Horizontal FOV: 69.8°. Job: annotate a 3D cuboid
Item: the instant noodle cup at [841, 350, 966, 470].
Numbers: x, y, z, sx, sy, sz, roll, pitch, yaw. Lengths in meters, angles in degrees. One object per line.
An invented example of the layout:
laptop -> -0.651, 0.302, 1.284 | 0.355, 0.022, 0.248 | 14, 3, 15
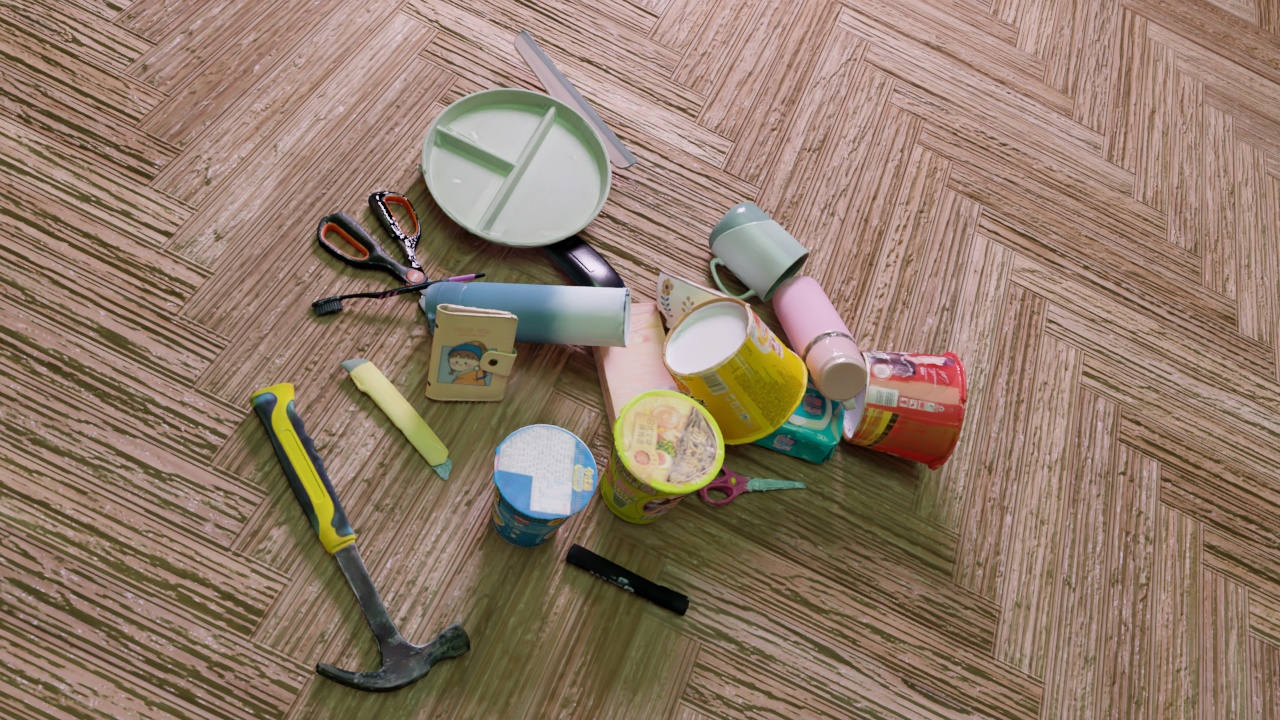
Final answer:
instant noodle cup -> 0.298, 0.048, 1.062 | 0.108, 0.138, 0.137 | 10, 56, -2

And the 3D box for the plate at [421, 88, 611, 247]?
plate -> -0.150, -0.233, 1.116 | 0.230, 0.028, 0.229 | 5, 66, -12

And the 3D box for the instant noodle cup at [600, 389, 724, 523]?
instant noodle cup -> 0.011, 0.108, 0.934 | 0.111, 0.124, 0.111 | 9, 56, -14

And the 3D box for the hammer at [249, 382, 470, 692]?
hammer -> -0.290, 0.159, 0.861 | 0.125, 0.032, 0.323 | -23, 69, -29

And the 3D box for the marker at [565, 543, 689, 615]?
marker -> -0.012, 0.219, 0.920 | 0.132, 0.020, 0.022 | 26, 38, -2

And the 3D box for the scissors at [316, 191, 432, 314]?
scissors -> -0.258, -0.113, 1.046 | 0.229, 0.022, 0.189 | 22, 56, -3

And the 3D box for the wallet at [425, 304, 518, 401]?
wallet -> -0.173, -0.005, 0.952 | 0.087, 0.115, 0.024 | 7, 35, -14

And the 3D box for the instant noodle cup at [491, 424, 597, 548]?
instant noodle cup -> -0.103, 0.129, 0.892 | 0.099, 0.110, 0.099 | 9, 56, -13

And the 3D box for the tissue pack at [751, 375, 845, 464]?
tissue pack -> 0.169, 0.057, 1.060 | 0.133, 0.050, 0.093 | 18, 54, -6

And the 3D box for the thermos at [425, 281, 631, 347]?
thermos -> -0.120, -0.051, 0.977 | 0.220, 0.070, 0.070 | 3, 56, 5

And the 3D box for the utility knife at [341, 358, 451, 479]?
utility knife -> -0.248, 0.056, 0.948 | 0.030, 0.018, 0.166 | -38, 75, -28

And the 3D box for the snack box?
snack box -> -0.006, 0.006, 1.050 | 0.084, 0.026, 0.157 | -4, 60, -19

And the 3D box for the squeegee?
squeegee -> -0.176, -0.283, 1.169 | 0.249, 0.040, 0.247 | -33, 78, -25

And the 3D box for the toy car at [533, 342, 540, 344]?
toy car -> -0.085, -0.049, 1.033 | 0.120, 0.045, 0.052 | -2, 64, 2

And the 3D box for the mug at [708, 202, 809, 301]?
mug -> 0.136, -0.130, 1.156 | 0.111, 0.082, 0.106 | -45, 79, -2

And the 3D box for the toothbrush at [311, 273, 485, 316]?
toothbrush -> -0.263, -0.074, 1.007 | 0.189, 0.014, 0.017 | -12, 74, -11

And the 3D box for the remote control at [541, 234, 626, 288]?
remote control -> -0.068, -0.117, 1.095 | 0.053, 0.024, 0.136 | -28, 60, -32

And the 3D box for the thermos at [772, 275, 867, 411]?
thermos -> 0.211, -0.020, 1.071 | 0.067, 0.087, 0.198 | -23, 32, 5

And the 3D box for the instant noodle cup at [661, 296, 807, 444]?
instant noodle cup -> 0.095, 0.006, 0.995 | 0.110, 0.138, 0.137 | 49, 45, -37

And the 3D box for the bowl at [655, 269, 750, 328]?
bowl -> 0.067, -0.059, 1.081 | 0.113, 0.113, 0.062 | 20, 98, -5

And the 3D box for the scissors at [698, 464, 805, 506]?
scissors -> 0.125, 0.138, 1.019 | 0.133, 0.017, 0.056 | 5, 52, -19
